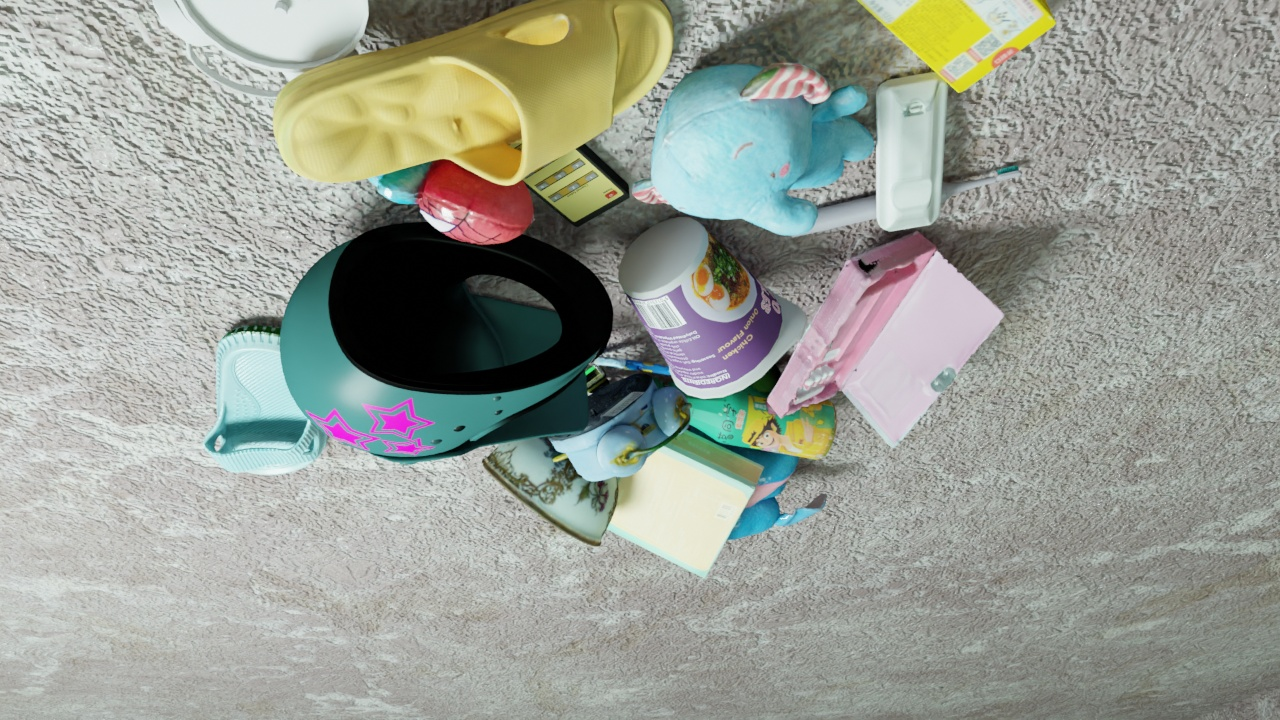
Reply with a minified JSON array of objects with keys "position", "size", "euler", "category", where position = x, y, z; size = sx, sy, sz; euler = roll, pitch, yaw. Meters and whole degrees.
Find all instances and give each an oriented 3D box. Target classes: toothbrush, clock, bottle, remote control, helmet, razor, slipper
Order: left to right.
[{"position":[-0.379,0.063,0.932],"size":[0.116,0.069,0.277],"euler":[3,145,-18],"category":"slipper"},{"position":[-0.220,-0.214,0.543],"size":[0.119,0.061,0.160],"euler":[17,140,-29],"category":"clock"},{"position":[-0.152,-0.007,0.761],"size":[0.274,0.176,0.201],"euler":[0,160,-23],"category":"helmet"},{"position":[-0.095,-0.158,0.584],"size":[0.263,0.078,0.100],"euler":[-17,153,-13],"category":"slipper"},{"position":[-0.069,-0.151,0.697],"size":[0.058,0.013,0.133],"euler":[-25,141,28],"category":"remote control"},{"position":[-0.018,0.064,0.882],"size":[0.162,0.117,0.060],"euler":[-4,119,57],"category":"clock"},{"position":[-0.019,0.045,0.989],"size":[0.044,0.021,0.144],"euler":[-36,136,18],"category":"razor"},{"position":[0.100,0.056,0.978],"size":[0.209,0.068,0.068],"euler":[11,144,-10],"category":"bottle"},{"position":[0.103,-0.008,0.916],"size":[0.033,0.033,0.123],"euler":[-21,143,22],"category":"bottle"},{"position":[0.216,-0.132,0.757],"size":[0.188,0.019,0.018],"euler":[-12,161,11],"category":"toothbrush"},{"position":[0.207,-0.154,0.701],"size":[0.050,0.022,0.133],"euler":[-9,136,7],"category":"remote control"}]

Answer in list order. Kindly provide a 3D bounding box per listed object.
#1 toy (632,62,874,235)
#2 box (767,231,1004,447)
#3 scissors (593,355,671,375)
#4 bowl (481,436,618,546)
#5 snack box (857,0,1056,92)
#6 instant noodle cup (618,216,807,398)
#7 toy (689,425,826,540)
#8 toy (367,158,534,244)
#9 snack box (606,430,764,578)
[{"position":[0.091,-0.142,0.659],"size":[0.180,0.114,0.184],"euler":[4,157,-33],"category":"toy"},{"position":[0.220,0.002,0.858],"size":[0.106,0.115,0.233],"euler":[-21,153,-27],"category":"box"},{"position":[-0.014,0.005,0.883],"size":[0.126,0.016,0.123],"euler":[8,176,43],"category":"scissors"},{"position":[-0.083,0.120,1.010],"size":[0.094,0.160,0.160],"euler":[-54,136,-3],"category":"bowl"},{"position":[0.194,-0.239,0.589],"size":[0.152,0.025,0.075],"euler":[24,137,-35],"category":"snack box"},{"position":[0.053,-0.053,0.779],"size":[0.137,0.121,0.122],"euler":[-15,136,30],"category":"instant noodle cup"},{"position":[0.121,0.150,1.094],"size":[0.224,0.098,0.192],"euler":[9,141,0],"category":"toy"},{"position":[-0.138,-0.123,0.653],"size":[0.133,0.092,0.062],"euler":[21,110,-12],"category":"toy"},{"position":[0.041,0.157,1.040],"size":[0.141,0.044,0.194],"euler":[25,137,7],"category":"snack box"}]
